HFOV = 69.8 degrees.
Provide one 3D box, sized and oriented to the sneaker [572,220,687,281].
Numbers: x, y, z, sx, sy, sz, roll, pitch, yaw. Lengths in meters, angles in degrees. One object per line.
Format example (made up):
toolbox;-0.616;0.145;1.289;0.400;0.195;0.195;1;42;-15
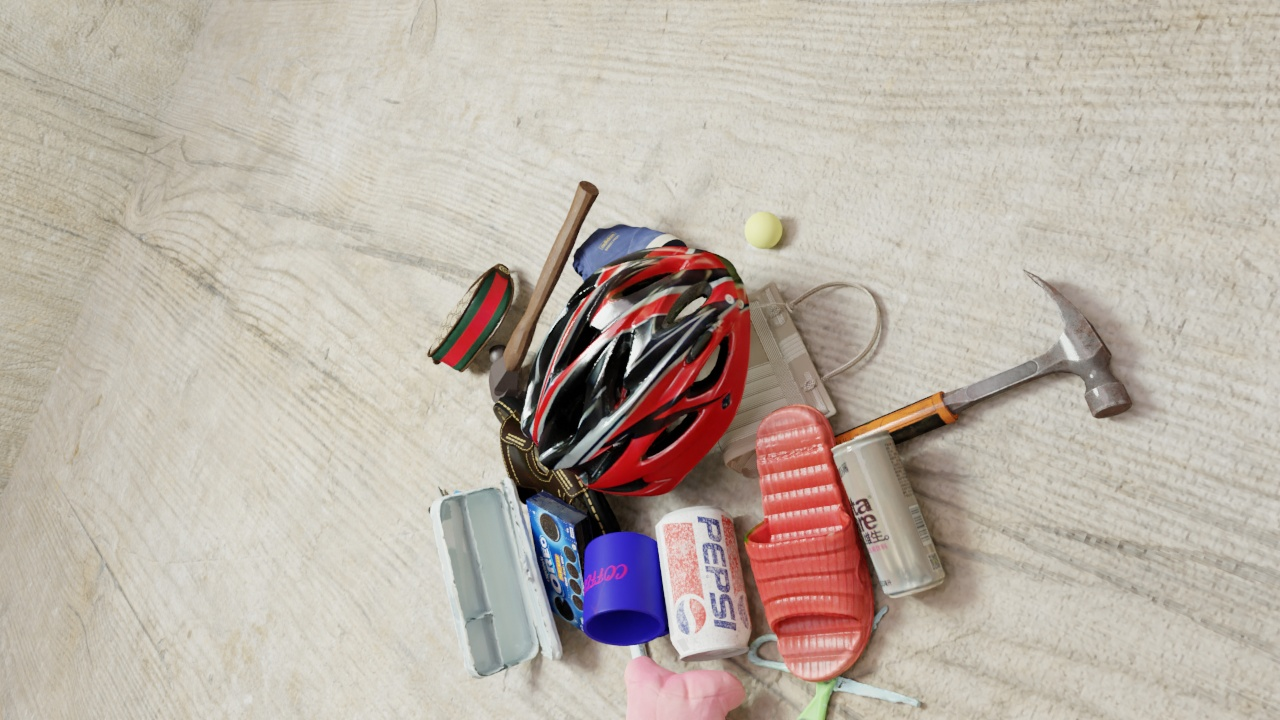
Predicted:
sneaker;-0.052;-0.062;1.081;0.118;0.091;0.233;34;97;38

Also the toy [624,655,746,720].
toy;0.032;0.388;0.840;0.142;0.084;0.213;-1;85;32

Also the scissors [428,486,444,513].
scissors;-0.228;0.241;1.169;0.188;0.015;0.179;-21;69;49

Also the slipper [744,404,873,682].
slipper;0.144;0.161;0.820;0.104;0.059;0.248;-12;78;32

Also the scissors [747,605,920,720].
scissors;0.164;0.283;0.822;0.171;0.023;0.168;-56;42;5

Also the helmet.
helmet;-0.006;0.005;0.909;0.272;0.166;0.217;-56;45;17

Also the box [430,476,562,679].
box;-0.140;0.233;1.009;0.125;0.106;0.215;-20;84;45

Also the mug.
mug;-0.005;0.235;0.921;0.079;0.111;0.083;-33;39;30

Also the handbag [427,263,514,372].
handbag;-0.231;-0.061;1.253;0.167;0.063;0.138;-47;21;31

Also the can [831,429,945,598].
can;0.212;0.131;0.787;0.054;0.054;0.135;-27;75;31

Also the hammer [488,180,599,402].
hammer;-0.122;-0.074;1.114;0.324;0.033;0.115;-61;33;34

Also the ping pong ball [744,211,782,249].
ping pong ball;0.132;-0.140;0.986;0.040;0.040;0.040;-16;65;36

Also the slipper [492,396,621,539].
slipper;-0.111;0.132;1.057;0.075;0.113;0.268;-37;44;-14

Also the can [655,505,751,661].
can;0.061;0.217;0.892;0.078;0.078;0.136;-26;59;32

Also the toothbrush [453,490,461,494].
toothbrush;-0.204;0.216;1.165;0.166;0.014;0.016;43;103;42

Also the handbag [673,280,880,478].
handbag;0.150;-0.007;0.925;0.198;0.062;0.175;-32;56;19

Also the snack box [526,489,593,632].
snack box;-0.080;0.220;0.991;0.082;0.027;0.150;17;123;42

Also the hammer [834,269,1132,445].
hammer;0.250;0.037;0.823;0.315;0.035;0.137;-28;60;31

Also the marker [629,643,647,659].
marker;0.009;0.344;0.933;0.017;0.017;0.146;-34;56;27
